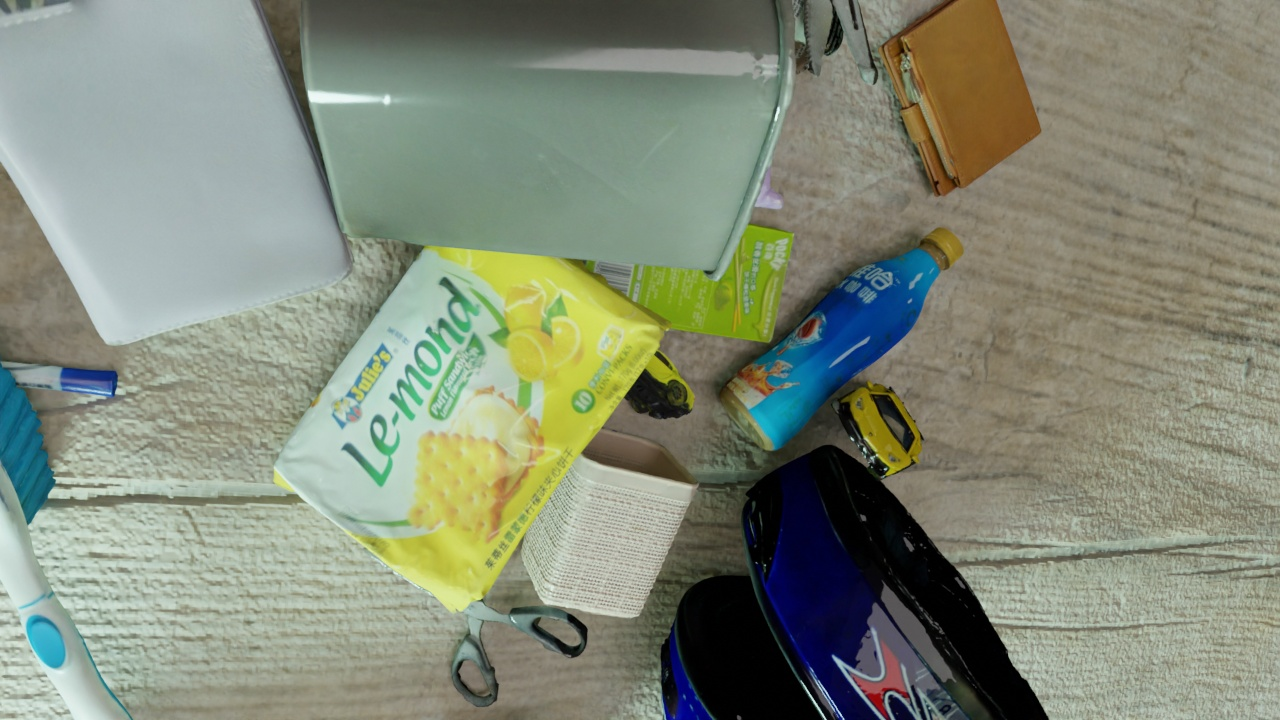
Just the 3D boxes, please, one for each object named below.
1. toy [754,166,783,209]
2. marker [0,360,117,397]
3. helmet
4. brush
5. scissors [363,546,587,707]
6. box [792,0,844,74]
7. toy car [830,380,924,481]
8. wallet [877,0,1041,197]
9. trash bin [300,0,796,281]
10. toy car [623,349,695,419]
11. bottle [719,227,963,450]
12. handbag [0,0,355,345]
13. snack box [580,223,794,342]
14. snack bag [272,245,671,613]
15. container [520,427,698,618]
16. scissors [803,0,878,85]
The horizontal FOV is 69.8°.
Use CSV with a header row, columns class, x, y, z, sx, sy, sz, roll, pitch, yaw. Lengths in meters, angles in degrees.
class,x,y,z,sx,sy,sz,roll,pitch,yaw
toy,0.061,-0.160,0.644,0.084,0.039,0.108,-3,106,-8
marker,-0.386,0.006,0.531,0.145,0.017,0.017,7,101,-22
helmet,0.131,0.238,0.668,0.241,0.246,0.315,-36,108,15
brush,-0.356,0.102,0.522,0.060,0.109,0.315,-19,124,-10
scissors,-0.121,0.182,0.666,0.181,0.014,0.160,19,110,-7
box,0.062,-0.256,0.621,0.163,0.081,0.074,25,62,-23
toy car,0.183,0.051,0.690,0.041,0.155,0.071,-34,77,19
wallet,0.248,-0.207,0.706,0.107,0.031,0.132,-36,112,-12
trash bin,-0.055,-0.162,0.499,0.219,0.199,0.198,-1,62,-9
toy car,-0.004,0.004,0.659,0.105,0.048,0.032,40,57,-24
bottle,0.160,-0.022,0.702,0.218,0.065,0.065,-40,114,-7
handbag,-0.248,-0.117,0.472,0.144,0.098,0.197,-24,139,-18
snack box,0.031,-0.065,0.664,0.156,0.026,0.086,7,101,-22
snack bag,-0.106,0.025,0.590,0.158,0.068,0.246,36,91,1
container,-0.028,0.114,0.656,0.090,0.090,0.111,16,100,-23
scissors,0.128,-0.293,0.609,0.189,0.015,0.221,46,64,-12
